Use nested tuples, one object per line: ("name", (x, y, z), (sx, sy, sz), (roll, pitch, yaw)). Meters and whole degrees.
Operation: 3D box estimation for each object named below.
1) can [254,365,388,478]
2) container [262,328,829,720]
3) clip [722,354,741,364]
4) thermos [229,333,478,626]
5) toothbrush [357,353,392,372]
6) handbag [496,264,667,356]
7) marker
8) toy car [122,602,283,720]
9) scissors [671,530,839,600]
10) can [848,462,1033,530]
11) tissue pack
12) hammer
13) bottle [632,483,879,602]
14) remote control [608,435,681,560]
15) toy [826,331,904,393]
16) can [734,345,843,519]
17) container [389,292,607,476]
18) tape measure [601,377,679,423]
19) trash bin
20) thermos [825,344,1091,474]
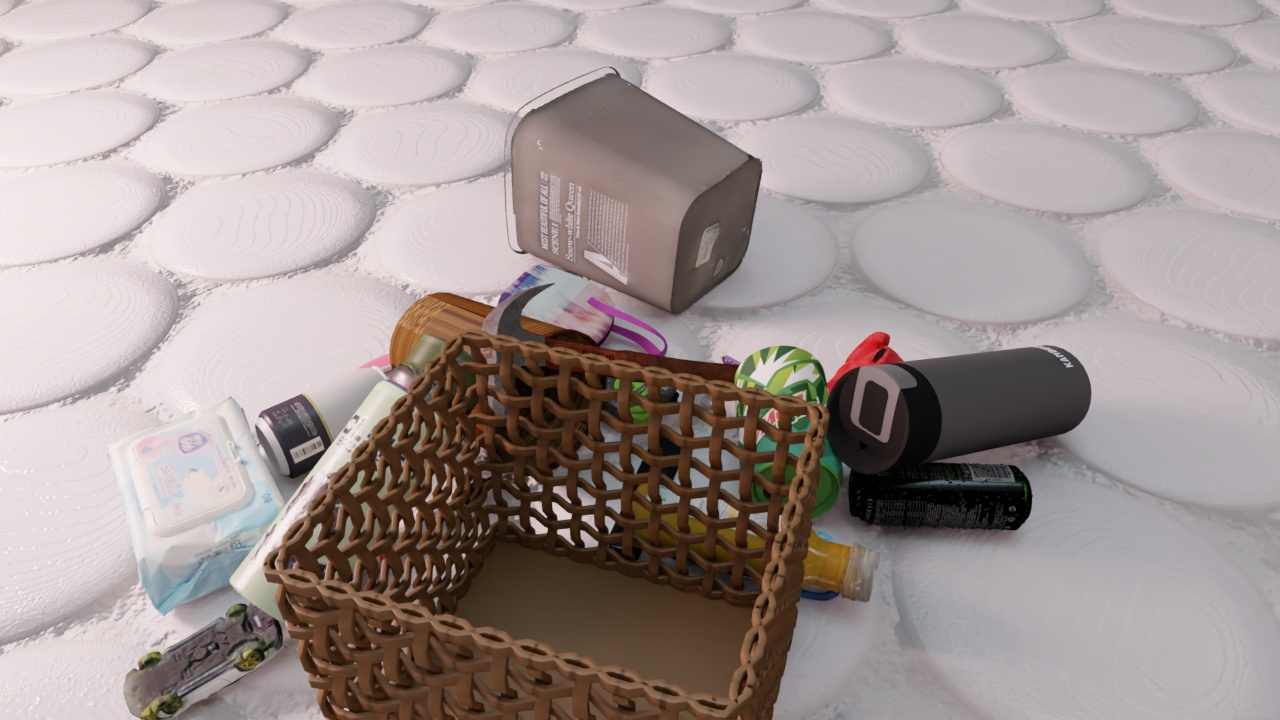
("can", (-0.271, 0.051, 0.820), (0.127, 0.064, 0.064), (-28, 46, -30))
("container", (-0.038, 0.149, 0.570), (0.252, 0.214, 0.218), (12, 40, 15))
("clip", (0.097, 0.007, 0.909), (0.052, 0.014, 0.040), (8, 37, 16))
("thermos", (-0.198, 0.088, 0.688), (0.082, 0.082, 0.231), (25, 72, 29))
("toothbrush", (-0.226, -0.006, 0.929), (0.134, 0.016, 0.021), (-18, 41, -20))
("handbag", (-0.053, -0.028, 0.925), (0.170, 0.068, 0.144), (21, 44, 16))
("marker", (-0.178, 0.132, 0.752), (0.145, 0.019, 0.019), (-31, 47, -32))
("toy car", (-0.303, 0.212, 0.643), (0.105, 0.033, 0.048), (-28, 48, -23))
("scissors", (0.092, 0.158, 0.721), (0.135, 0.015, 0.066), (4, 43, 2))
("can", (0.242, 0.109, 0.744), (0.138, 0.054, 0.053), (2, 39, 4))
("tissue pack", (-0.354, 0.112, 0.740), (0.111, 0.070, 0.182), (-22, 44, -25))
("hammer", (-0.005, 0.005, 0.782), (0.300, 0.111, 0.028), (8, -15, -42))
("bottle", (0.084, 0.139, 0.694), (0.186, 0.053, 0.053), (13, 41, 14))
("remote control", (0.005, 0.112, 0.776), (0.032, 0.015, 0.136), (12, 40, 15))
("toy", (0.225, 0.031, 0.853), (0.094, 0.088, 0.132), (41, 19, -6))
("can", (0.124, 0.060, 0.784), (0.083, 0.083, 0.143), (1, 39, 2))
("container", (-0.135, 0.009, 0.827), (0.167, 0.132, 0.131), (24, 45, 36))
("tape measure", (-0.007, 0.038, 0.856), (0.059, 0.036, 0.065), (35, 46, 24))
("trash bin", (-0.004, -0.180, 1.018), (0.220, 0.198, 0.196), (31, 49, 25))
("thermos", (0.267, 0.036, 0.759), (0.240, 0.082, 0.082), (-5, 35, -34))
